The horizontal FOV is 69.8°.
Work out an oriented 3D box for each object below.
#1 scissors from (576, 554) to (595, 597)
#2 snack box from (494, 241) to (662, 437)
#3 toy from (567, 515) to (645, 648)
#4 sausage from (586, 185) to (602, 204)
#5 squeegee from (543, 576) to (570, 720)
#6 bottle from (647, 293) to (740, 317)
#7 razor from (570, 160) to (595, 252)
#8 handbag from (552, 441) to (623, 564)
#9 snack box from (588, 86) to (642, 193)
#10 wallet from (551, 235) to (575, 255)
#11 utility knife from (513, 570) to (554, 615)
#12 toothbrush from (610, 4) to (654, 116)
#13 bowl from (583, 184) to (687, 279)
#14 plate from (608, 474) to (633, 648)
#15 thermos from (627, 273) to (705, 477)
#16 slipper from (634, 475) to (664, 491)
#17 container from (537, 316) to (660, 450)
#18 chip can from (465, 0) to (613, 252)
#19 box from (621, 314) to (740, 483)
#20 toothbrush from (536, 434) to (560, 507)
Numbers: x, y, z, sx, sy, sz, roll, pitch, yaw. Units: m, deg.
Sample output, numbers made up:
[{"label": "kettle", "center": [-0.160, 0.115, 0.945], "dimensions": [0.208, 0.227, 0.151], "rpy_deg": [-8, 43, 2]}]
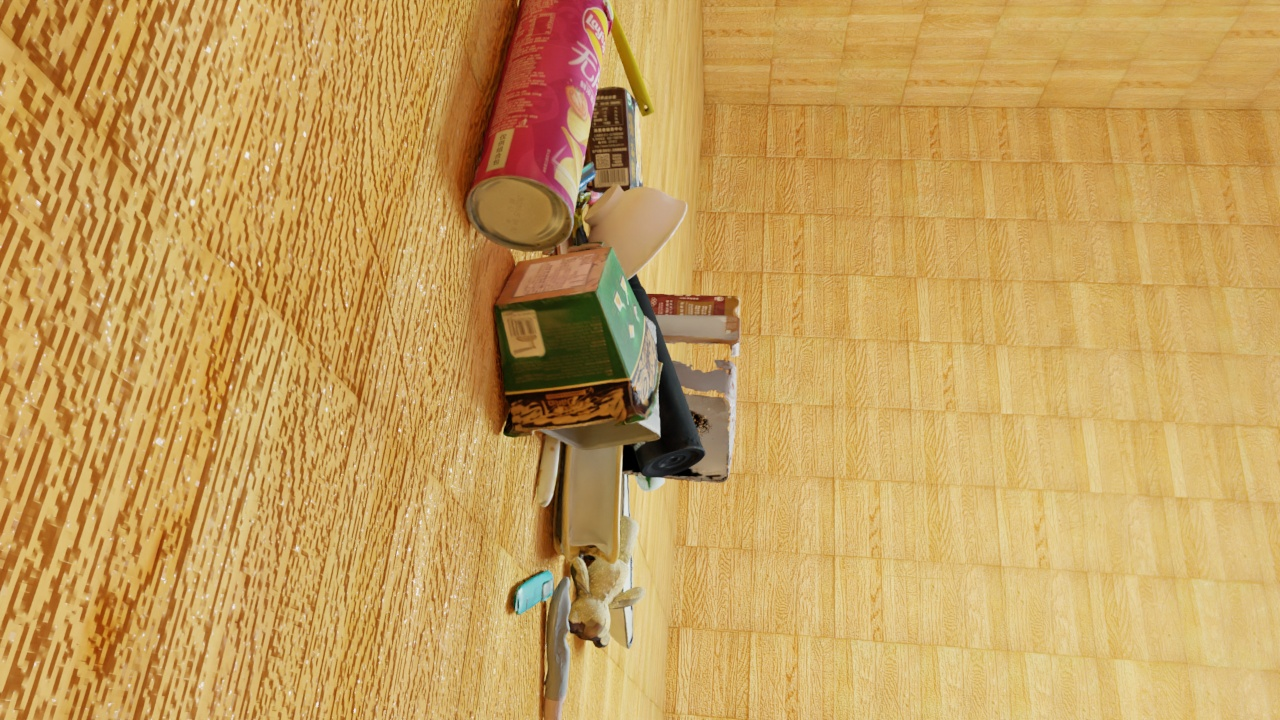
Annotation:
[{"label": "scissors", "center": [-0.067, 0.222, 1.063], "dimensions": [0.159, 0.014, 0.175], "rpy_deg": [-54, 144, -78]}, {"label": "snack box", "center": [-0.054, -0.019, 0.698], "dimensions": [0.117, 0.118, 0.106], "rpy_deg": [-78, 157, -58]}, {"label": "toy", "center": [-0.042, 0.237, 1.024], "dimensions": [0.105, 0.066, 0.156], "rpy_deg": [39, 52, -31]}, {"label": "sausage", "center": [-0.053, -0.180, 1.000], "dimensions": [0.155, 0.020, 0.020], "rpy_deg": [-57, 148, -79]}, {"label": "squeegee", "center": [-0.076, 0.334, 0.901], "dimensions": [0.247, 0.040, 0.249], "rpy_deg": [-145, -129, -79]}, {"label": "bottle", "center": [0.051, -0.065, 1.289], "dimensions": [0.057, 0.175, 0.057], "rpy_deg": [3, 88, -83]}, {"label": "razor", "center": [-0.055, -0.116, 0.863], "dimensions": [0.042, 0.022, 0.143], "rpy_deg": [-44, 141, -39]}, {"label": "handbag", "center": [-0.057, 0.124, 0.953], "dimensions": [0.179, 0.063, 0.163], "rpy_deg": [127, -33, -78]}, {"label": "snack box", "center": [-0.030, -0.242, 0.985], "dimensions": [0.113, 0.053, 0.126], "rpy_deg": [-53, 141, -79]}, {"label": "wallet", "center": [-0.069, -0.095, 0.895], "dimensions": [0.101, 0.020, 0.115], "rpy_deg": [-71, 160, -66]}, {"label": "utility knife", "center": [-0.092, 0.205, 0.812], "dimensions": [0.157, 0.013, 0.029], "rpy_deg": [51, 41, -81]}, {"label": "toothbrush", "center": [-0.025, -0.341, 0.939], "dimensions": [0.016, 0.016, 0.190], "rpy_deg": [-92, 161, -59]}, {"label": "bowl", "center": [-0.017, -0.136, 0.919], "dimensions": [0.064, 0.119, 0.118], "rpy_deg": [41, 29, -18]}, {"label": "plate", "center": [-0.032, 0.243, 1.183], "dimensions": [0.265, 0.034, 0.162], "rpy_deg": [-91, 177, -54]}, {"label": "thermos", "center": [-0.006, 0.006, 0.974], "dimensions": [0.090, 0.068, 0.242], "rpy_deg": [-52, -132, 47]}, {"label": "slipper", "center": [0.009, 0.101, 1.238], "dimensions": [0.245, 0.074, 0.104], "rpy_deg": [-115, -176, -76]}, {"label": "container", "center": [-0.037, 0.010, 0.822], "dimensions": [0.090, 0.090, 0.114], "rpy_deg": [35, 51, -53]}, {"label": "chip can", "center": [-0.066, -0.176, 0.634], "dimensions": [0.071, 0.071, 0.210], "rpy_deg": [83, 12, -57]}, {"label": "box", "center": [0.027, 0.022, 1.105], "dimensions": [0.192, 0.183, 0.157], "rpy_deg": [-73, 165, -55]}, {"label": "toothbrush", "center": [-0.079, 0.051, 0.869], "dimensions": [0.018, 0.016, 0.191], "rpy_deg": [99, -3, -59]}]
